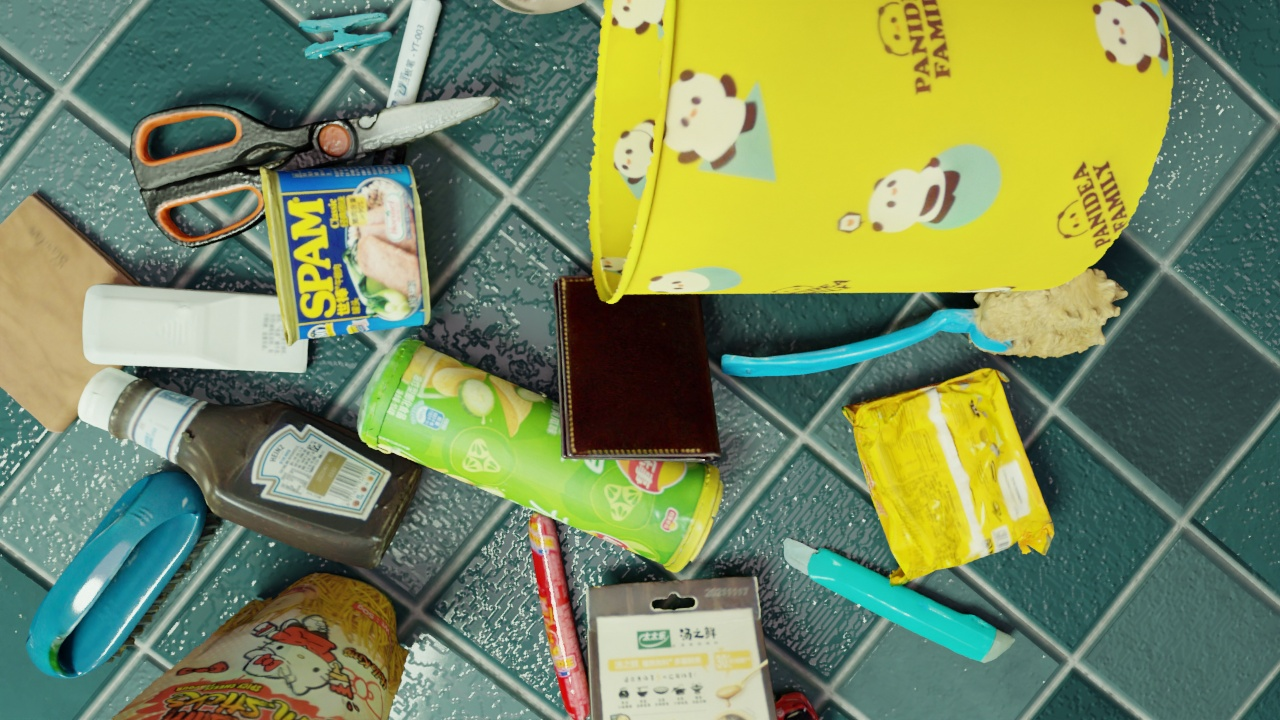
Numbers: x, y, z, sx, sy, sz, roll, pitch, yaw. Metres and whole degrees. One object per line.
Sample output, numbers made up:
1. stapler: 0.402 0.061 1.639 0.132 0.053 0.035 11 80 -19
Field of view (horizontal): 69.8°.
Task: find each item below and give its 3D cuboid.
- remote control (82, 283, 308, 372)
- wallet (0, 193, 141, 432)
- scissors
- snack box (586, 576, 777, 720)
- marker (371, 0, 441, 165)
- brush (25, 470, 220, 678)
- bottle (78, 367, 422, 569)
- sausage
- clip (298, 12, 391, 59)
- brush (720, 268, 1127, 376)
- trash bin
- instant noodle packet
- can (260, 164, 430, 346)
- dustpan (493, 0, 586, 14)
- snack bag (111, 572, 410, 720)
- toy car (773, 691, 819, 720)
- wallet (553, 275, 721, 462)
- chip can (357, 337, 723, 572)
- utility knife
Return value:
1. remote control: -0.268 -0.019 0.559 0.124 0.024 0.049 2 94 -20
2. wallet: -0.367 -0.030 0.566 0.115 0.020 0.101 42 87 -3
3. scissors: -0.194 -0.118 0.566 0.235 0.021 0.125 5 103 -3
4. snack box: 0.024 0.206 0.574 0.113 0.053 0.125 -2 52 -4
5. marker: -0.146 -0.167 0.575 0.022 0.018 0.131 15 93 -14
6. brush: -0.316 0.129 0.551 0.055 0.073 0.144 37 90 4
7. bottle: -0.236 0.058 0.554 0.195 0.079 0.044 24 135 -5
8. sausage: -0.054 0.167 0.600 0.020 0.020 0.156 -11 94 -4
9. clip: -0.184 -0.203 0.572 0.057 0.014 0.046 -13 92 -2
10. brush: 0.178 -0.014 0.589 0.255 0.083 0.045 -10 71 3
11. trash bin: 0.112 -0.138 0.503 0.255 0.230 0.229 3 93 -10
12. instant noodle packet: 0.201 0.077 0.602 0.111 0.044 0.128 -16 91 3
13. can: -0.174 -0.065 0.544 0.083 0.057 0.102 -9 107 -22
14. dustpan: 0.025 -0.300 0.488 0.274 0.222 0.138 -15 82 9
15. snack bag: -0.197 0.186 0.497 0.128 0.208 0.073 22 96 -4
16. toy car: 0.064 0.263 0.603 0.120 0.045 0.053 -26 93 0
17. wallet: -0.003 0.003 0.561 0.096 0.020 0.122 1 64 -12
18. chip can: -0.062 0.058 0.567 0.221 0.072 0.072 23 91 -5
19. utility knife: 0.172 0.161 0.621 0.171 0.013 0.029 26 89 -2
